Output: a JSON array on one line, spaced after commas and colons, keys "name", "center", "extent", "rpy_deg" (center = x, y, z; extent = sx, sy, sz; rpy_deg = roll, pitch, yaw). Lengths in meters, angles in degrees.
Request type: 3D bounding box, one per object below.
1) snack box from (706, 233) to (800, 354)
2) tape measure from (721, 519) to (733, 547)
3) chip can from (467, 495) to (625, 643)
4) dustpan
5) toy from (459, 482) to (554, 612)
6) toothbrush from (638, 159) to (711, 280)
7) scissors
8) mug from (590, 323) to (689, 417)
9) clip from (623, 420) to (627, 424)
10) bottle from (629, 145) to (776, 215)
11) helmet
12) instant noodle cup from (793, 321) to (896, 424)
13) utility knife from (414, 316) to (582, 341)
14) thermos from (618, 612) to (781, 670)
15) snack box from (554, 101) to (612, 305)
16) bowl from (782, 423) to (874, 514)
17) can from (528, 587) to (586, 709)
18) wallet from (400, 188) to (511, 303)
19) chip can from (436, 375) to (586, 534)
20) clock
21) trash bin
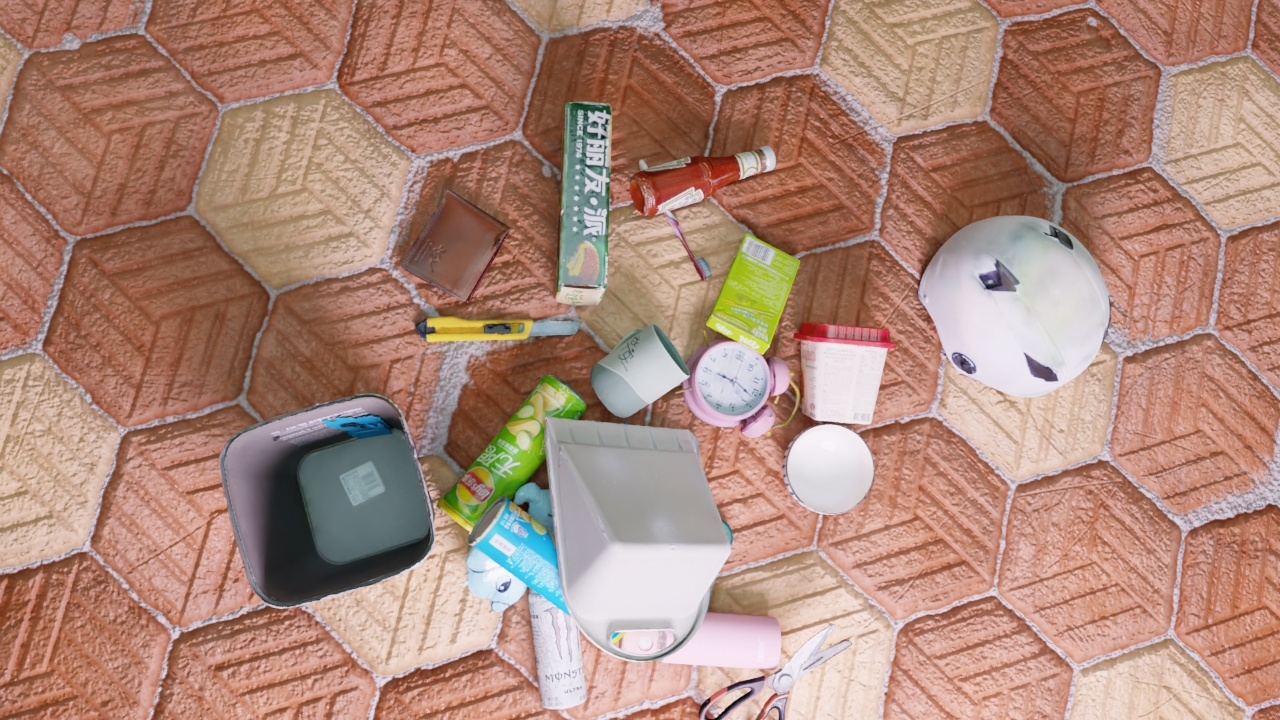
[{"name": "snack box", "center": [0.150, -0.089, 1.205], "extent": [0.086, 0.026, 0.156], "rpy_deg": [26, 57, -3]}, {"name": "tape measure", "center": [0.092, 0.230, 1.190], "extent": [0.058, 0.025, 0.054], "rpy_deg": [35, 82, -2]}, {"name": "chip can", "center": [-0.100, 0.248, 1.086], "extent": [0.210, 0.071, 0.071], "rpy_deg": [39, 80, -12]}, {"name": "dustpan", "center": [-0.010, 0.214, 1.108], "extent": [0.222, 0.257, 0.143], "rpy_deg": [8, 126, -31]}, {"name": "toy", "center": [-0.156, 0.233, 1.139], "extent": [0.156, 0.050, 0.161], "rpy_deg": [-12, 110, -29]}, {"name": "toothbrush", "center": [0.047, -0.192, 1.243], "extent": [0.017, 0.016, 0.187], "rpy_deg": [-28, 87, -17]}, {"name": "scissors", "center": [0.170, 0.412, 1.139], "extent": [0.197, 0.015, 0.213], "rpy_deg": [-2, 108, 1]}, {"name": "mug", "center": [-0.007, 0.007, 1.177], "extent": [0.106, 0.111, 0.082], "rpy_deg": [-35, 131, 12]}, {"name": "clip", "center": [-0.027, 0.107, 1.198], "extent": [0.034, 0.013, 0.055], "rpy_deg": [42, 81, 1]}, {"name": "bottle", "center": [0.087, -0.246, 1.226], "extent": [0.205, 0.060, 0.059], "rpy_deg": [-19, 85, -19]}, {"name": "helmet", "center": [0.517, -0.079, 1.213], "extent": [0.229, 0.146, 0.258], "rpy_deg": [-33, 88, -9]}, {"name": "instant noodle cup", "center": [0.260, 0.015, 1.197], "extent": [0.116, 0.116, 0.124], "rpy_deg": [5, 93, -5]}, {"name": "utility knife", "center": [-0.184, -0.043, 1.199], "extent": [0.218, 0.015, 0.033], "rpy_deg": [-2, 86, -7]}, {"name": "thermos", "center": [0.074, 0.338, 1.152], "extent": [0.198, 0.067, 0.087], "rpy_deg": [7, 94, -5]}, {"name": "snack box", "center": [-0.073, -0.198, 1.181], "extent": [0.063, 0.114, 0.240], "rpy_deg": [3, 83, -7]}, {"name": "bowl", "center": [0.238, 0.141, 1.196], "extent": [0.116, 0.066, 0.116], "rpy_deg": [1, 82, -5]}, {"name": "can", "center": [-0.103, 0.351, 1.137], "extent": [0.058, 0.058, 0.146], "rpy_deg": [-6, 84, -7]}, {"name": "wallet", "center": [-0.241, -0.149, 1.199], "extent": [0.101, 0.032, 0.124], "rpy_deg": [29, 80, 1]}, {"name": "chip can", "center": [-0.158, 0.117, 1.153], "extent": [0.072, 0.073, 0.221], "rpy_deg": [39, 81, 0]}, {"name": "clock", "center": [0.133, 0.035, 1.201], "extent": [0.158, 0.060, 0.117], "rpy_deg": [24, 81, -5]}, {"name": "trash bin", "center": [-0.336, 0.155, 1.055], "extent": [0.199, 0.220, 0.198], "rpy_deg": [-16, 86, -8]}]
